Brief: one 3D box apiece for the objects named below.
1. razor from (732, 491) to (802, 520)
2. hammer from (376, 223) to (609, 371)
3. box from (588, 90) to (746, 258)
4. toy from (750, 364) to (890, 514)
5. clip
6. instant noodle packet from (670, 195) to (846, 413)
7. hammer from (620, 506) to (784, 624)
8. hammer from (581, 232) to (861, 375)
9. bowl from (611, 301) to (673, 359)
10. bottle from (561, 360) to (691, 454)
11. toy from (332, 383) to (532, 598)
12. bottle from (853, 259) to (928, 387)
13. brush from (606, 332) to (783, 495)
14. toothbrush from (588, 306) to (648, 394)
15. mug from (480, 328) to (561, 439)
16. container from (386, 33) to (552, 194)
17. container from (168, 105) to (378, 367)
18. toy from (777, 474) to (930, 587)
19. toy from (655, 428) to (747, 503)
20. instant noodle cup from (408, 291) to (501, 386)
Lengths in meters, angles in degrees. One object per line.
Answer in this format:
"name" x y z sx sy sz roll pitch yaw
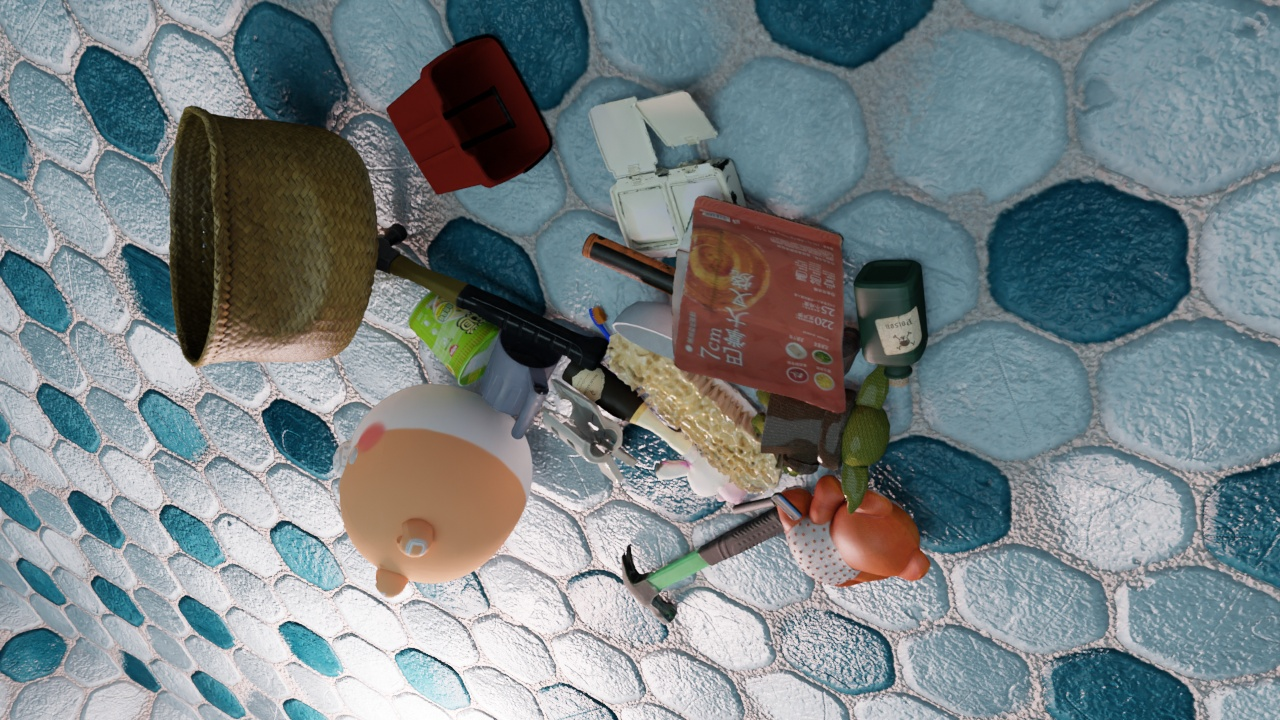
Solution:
"razor" 0.153 0.180 1.143 0.043 0.022 0.144 45 157 -7
"hammer" -0.199 -0.071 1.151 0.333 0.117 0.025 25 133 5
"box" 0.025 -0.192 0.967 0.144 0.050 0.184 -4 120 32
"toy" 0.201 0.071 1.028 0.153 0.078 0.179 13 104 16
"clip" -0.072 0.104 1.187 0.126 0.095 0.152 32 150 55
"instant noodle packet" 0.115 -0.049 0.876 0.164 0.220 0.084 15 131 -8
"hammer" 0.089 0.271 1.268 0.130 0.032 0.320 47 131 -6
"hammer" 0.076 -0.059 0.969 0.314 0.137 0.035 25 116 13
"bowl" 0.025 -0.036 1.004 0.106 0.039 0.106 22 170 4
"bottle" -0.014 0.058 1.160 0.184 0.045 0.046 36 132 8
"toy" -0.287 0.173 1.251 0.265 0.280 0.264 24 133 -13
"bottle" 0.258 -0.032 0.937 0.061 0.061 0.131 3 123 30
"brush" 0.072 0.053 1.106 0.271 0.056 0.083 45 129 -6
"toothbrush" -0.007 0.007 1.147 0.018 0.016 0.182 -29 105 35
"mug" -0.152 0.025 1.179 0.083 0.123 0.104 3 140 -27
"container" -0.165 -0.263 0.974 0.201 0.126 0.148 -9 118 45
"container" -0.447 -0.145 1.111 0.308 0.196 0.307 -2 88 53
"toy" 0.257 0.208 1.096 0.164 0.092 0.173 53 143 -9
"toy" 0.082 0.143 1.178 0.122 0.037 0.079 31 119 8
"instant noodle cup" -0.242 -0.037 1.205 0.108 0.098 0.099 39 133 10
